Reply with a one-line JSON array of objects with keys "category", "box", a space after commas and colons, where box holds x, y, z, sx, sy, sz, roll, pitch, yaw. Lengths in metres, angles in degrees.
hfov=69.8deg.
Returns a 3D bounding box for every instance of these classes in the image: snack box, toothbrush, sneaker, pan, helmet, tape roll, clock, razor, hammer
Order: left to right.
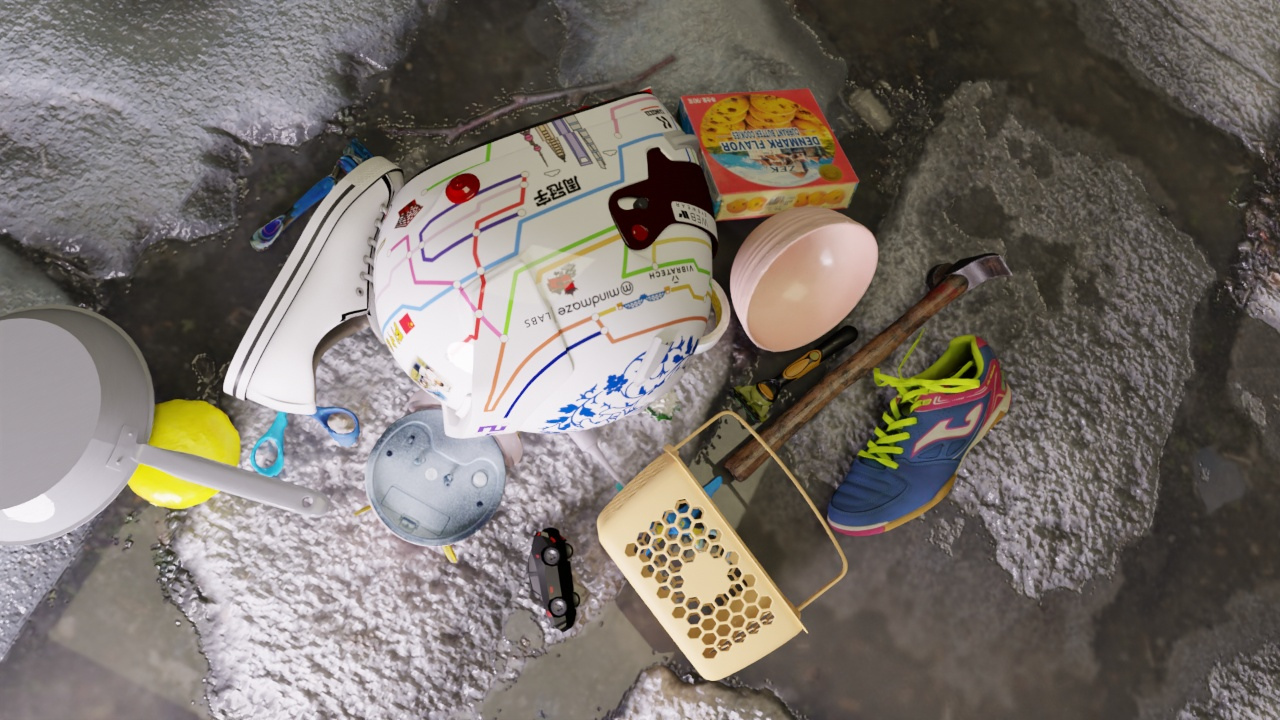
[{"category": "pan", "box": [-0.423, 0.067, 0.733, 0.357, 0.051, 0.200, 15, 76, 6]}, {"category": "razor", "box": [-0.301, -0.149, 0.846, 0.044, 0.018, 0.140, 45, 74, -2]}, {"category": "sneaker", "box": [-0.256, -0.061, 0.801, 0.097, 0.091, 0.245, 28, 70, -10]}, {"category": "clock", "box": [-0.171, 0.087, 0.809, 0.117, 0.059, 0.157, 29, 75, -6]}, {"category": "toothbrush", "box": [-0.068, 0.054, 0.858, 0.019, 0.018, 0.188, -39, 89, -14]}, {"category": "helmet", "box": [-0.054, -0.064, 0.751, 0.313, 0.232, 0.236, -26, 83, -26]}, {"category": "tape roll", "box": [0.039, -0.050, 0.883, 0.094, 0.019, 0.093, 8, 59, -13]}, {"category": "snack box", "box": [0.121, -0.205, 0.905, 0.142, 0.040, 0.144, -7, 55, -14]}, {"category": "razor", "box": [0.158, 0.007, 0.904, 0.144, 0.021, 0.044, -33, 70, -14]}, {"category": "hammer", "box": [0.214, 0.005, 0.889, 0.330, 0.120, 0.033, -39, 94, -9]}, {"category": "sneaker", "box": [0.258, 0.066, 0.888, 0.241, 0.116, 0.091, -42, 118, -19]}]

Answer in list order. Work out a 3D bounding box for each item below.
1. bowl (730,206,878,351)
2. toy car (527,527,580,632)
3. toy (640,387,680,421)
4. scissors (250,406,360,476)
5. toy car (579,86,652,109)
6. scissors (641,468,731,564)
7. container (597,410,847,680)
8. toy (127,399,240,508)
[{"category": "bowl", "box": [0.144, -0.089, 0.878, 0.152, 0.153, 0.076, -24, 51, -15]}, {"category": "toy car", "box": [-0.079, 0.196, 0.819, 0.036, 0.042, 0.091, -10, 82, 12]}, {"category": "toy", "box": [-0.005, 0.005, 0.870, 0.095, 0.041, 0.108, 17, 61, -8]}, {"category": "scissors", "box": [-0.302, 0.039, 0.817, 0.118, 0.014, 0.129, -1, 75, -9]}, {"category": "toy car", "box": [-0.030, -0.244, 0.910, 0.089, 0.038, 0.025, -17, 81, -14]}, {"category": "scissors", "box": [0.037, 0.156, 0.864, 0.130, 0.014, 0.125, 46, 76, -5]}, {"category": "container", "box": [0.073, 0.158, 0.800, 0.167, 0.129, 0.183, -37, 91, -4]}, {"category": "toy", "box": [-0.389, 0.078, 0.775, 0.095, 0.041, 0.094, 27, 71, -6]}]
